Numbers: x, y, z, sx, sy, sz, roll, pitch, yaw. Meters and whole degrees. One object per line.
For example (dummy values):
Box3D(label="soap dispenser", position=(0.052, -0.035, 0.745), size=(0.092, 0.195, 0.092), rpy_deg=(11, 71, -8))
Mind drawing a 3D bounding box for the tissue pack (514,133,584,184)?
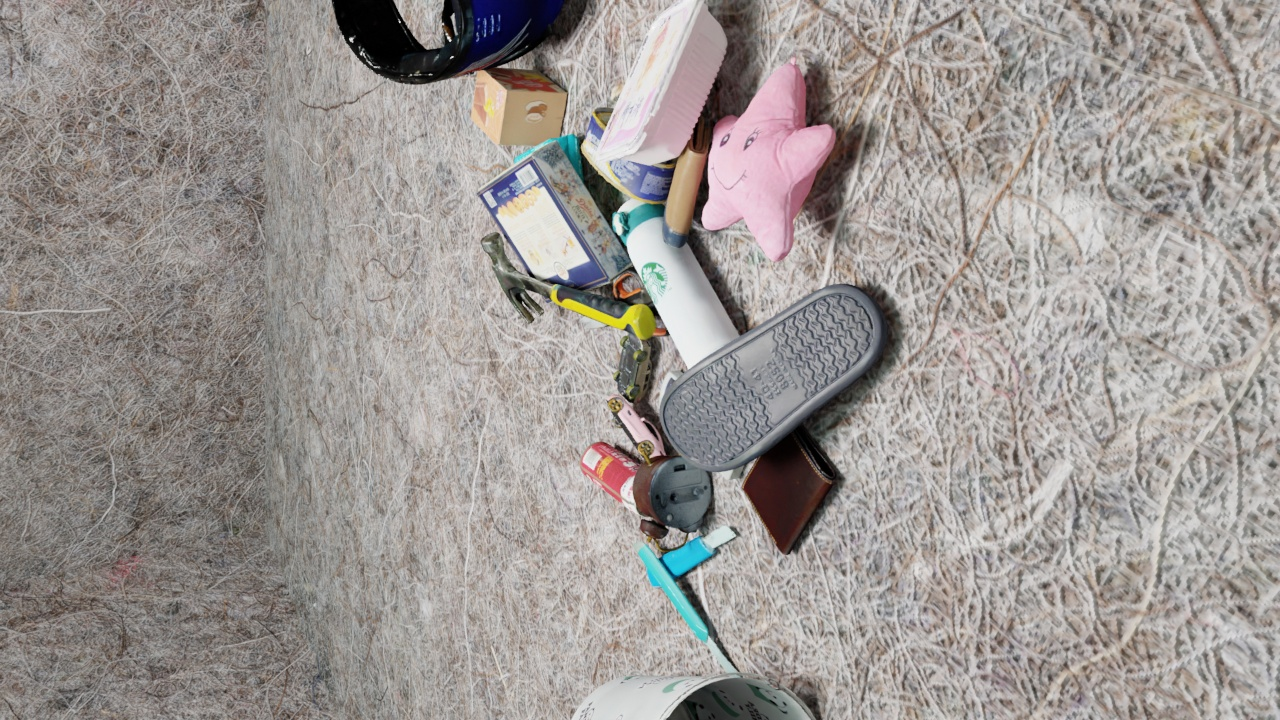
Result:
Box3D(label="tissue pack", position=(-0.120, -0.245, 1.238), size=(0.134, 0.050, 0.093), rpy_deg=(-6, 92, 57))

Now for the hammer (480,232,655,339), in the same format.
Box3D(label="hammer", position=(-0.093, -0.079, 1.163), size=(0.324, 0.031, 0.126), rpy_deg=(22, 142, 47))

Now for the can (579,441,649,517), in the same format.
Box3D(label="can", position=(-0.022, 0.151, 1.170), size=(0.133, 0.053, 0.053), rpy_deg=(27, 119, 52))

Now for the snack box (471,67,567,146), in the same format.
Box3D(label="snack box", position=(-0.166, -0.345, 1.247), size=(0.094, 0.092, 0.077), rpy_deg=(48, 134, 42))

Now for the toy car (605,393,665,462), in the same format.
Box3D(label="toy car", position=(-0.002, 0.088, 1.130), size=(0.122, 0.037, 0.056), rpy_deg=(53, 167, 28))

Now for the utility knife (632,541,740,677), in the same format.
Box3D(label="utility knife", position=(0.057, 0.303, 1.101), size=(0.223, 0.013, 0.029), rpy_deg=(52, 137, 27))

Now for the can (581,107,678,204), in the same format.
Box3D(label="can", position=(-0.013, -0.238, 1.055), size=(0.148, 0.074, 0.049), rpy_deg=(51, 133, 39))

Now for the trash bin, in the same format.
Box3D(label="trash bin", position=(0.043, 0.447, 0.996), size=(0.252, 0.229, 0.229), rpy_deg=(-25, 75, 62))

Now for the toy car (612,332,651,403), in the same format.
Box3D(label="toy car", position=(-0.007, 0.007, 1.131), size=(0.042, 0.035, 0.091), rpy_deg=(43, 135, 42))

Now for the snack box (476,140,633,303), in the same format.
Box3D(label="snack box", position=(-0.115, -0.171, 1.184), size=(0.178, 0.045, 0.182), rpy_deg=(-10, 116, 57))

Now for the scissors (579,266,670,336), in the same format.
Box3D(label="scissors", position=(-0.023, -0.047, 1.151), size=(0.143, 0.021, 0.235), rpy_deg=(48, 155, 9))

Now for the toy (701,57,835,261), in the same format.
Box3D(label="toy", position=(0.114, -0.197, 0.869), size=(0.194, 0.074, 0.179), rpy_deg=(45, 122, 58))

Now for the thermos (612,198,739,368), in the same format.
Box3D(label="thermos", position=(0.037, -0.086, 1.011), size=(0.224, 0.073, 0.073), rpy_deg=(63, 143, 26))

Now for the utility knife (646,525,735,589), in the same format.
Box3D(label="utility knife", position=(0.059, 0.233, 1.097), size=(0.034, 0.018, 0.195), rpy_deg=(61, 143, 13))

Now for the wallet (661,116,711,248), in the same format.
Box3D(label="wallet", position=(0.049, -0.189, 0.973), size=(0.090, 0.033, 0.115), rpy_deg=(-82, 3, -51))

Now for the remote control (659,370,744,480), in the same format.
Box3D(label="remote control", position=(0.069, 0.071, 1.043), size=(0.150, 0.021, 0.058), rpy_deg=(44, 131, 43))

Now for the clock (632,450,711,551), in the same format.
Box3D(label="clock", position=(0.035, 0.162, 1.060), size=(0.055, 0.082, 0.122), rpy_deg=(3, 98, 61))

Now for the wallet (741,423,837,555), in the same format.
Box3D(label="wallet", position=(0.148, 0.125, 0.938), size=(0.096, 0.020, 0.123), rpy_deg=(61, 143, 37))

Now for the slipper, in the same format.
Box3D(label="slipper", position=(0.135, 0.021, 0.894), size=(0.269, 0.083, 0.110), rpy_deg=(-37, 73, 34))

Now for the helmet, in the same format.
Box3D(label="helmet", position=(-0.225, -0.495, 1.165), size=(0.316, 0.239, 0.247), rpy_deg=(-4, 122, 50))

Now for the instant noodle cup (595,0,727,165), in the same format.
Box3D(label="instant noodle cup", position=(0.027, -0.277, 0.940), size=(0.173, 0.060, 0.138), rpy_deg=(-69, 21, -2))
